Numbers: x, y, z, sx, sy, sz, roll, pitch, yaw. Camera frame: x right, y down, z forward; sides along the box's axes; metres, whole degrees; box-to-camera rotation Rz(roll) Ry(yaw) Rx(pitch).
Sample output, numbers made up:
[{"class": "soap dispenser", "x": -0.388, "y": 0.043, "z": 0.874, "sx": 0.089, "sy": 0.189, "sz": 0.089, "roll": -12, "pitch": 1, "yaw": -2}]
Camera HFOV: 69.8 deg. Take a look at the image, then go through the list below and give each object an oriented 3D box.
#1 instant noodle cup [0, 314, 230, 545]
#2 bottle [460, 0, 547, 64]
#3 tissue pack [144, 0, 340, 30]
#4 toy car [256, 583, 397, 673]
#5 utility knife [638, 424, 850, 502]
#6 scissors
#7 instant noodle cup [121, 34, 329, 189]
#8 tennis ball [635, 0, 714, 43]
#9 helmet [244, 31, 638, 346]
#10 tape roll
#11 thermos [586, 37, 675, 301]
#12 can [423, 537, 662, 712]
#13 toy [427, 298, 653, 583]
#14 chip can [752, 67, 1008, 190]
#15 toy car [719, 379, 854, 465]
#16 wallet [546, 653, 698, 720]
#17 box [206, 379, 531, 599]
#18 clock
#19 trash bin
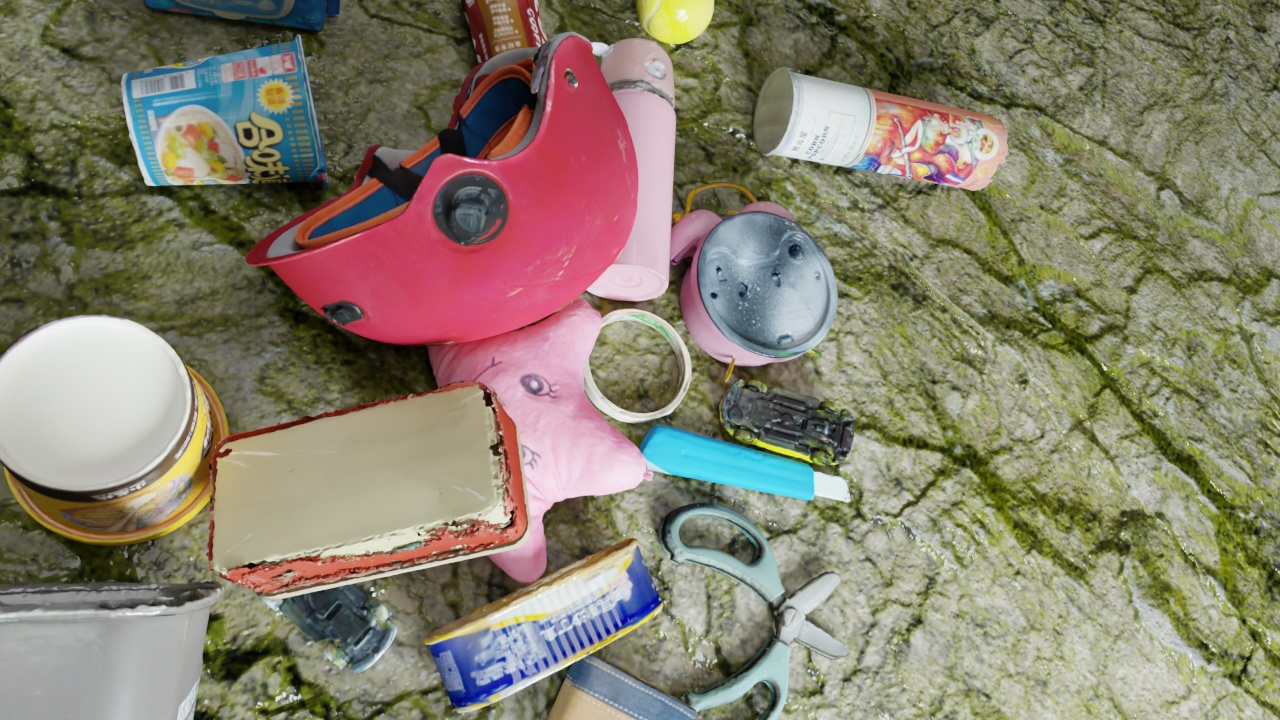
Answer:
[{"class": "instant noodle cup", "x": -0.293, "y": 0.036, "z": 0.505, "sx": 0.118, "sy": 0.115, "sz": 0.118, "roll": 6, "pitch": 70, "yaw": -19}, {"class": "bottle", "x": -0.092, "y": -0.218, "z": 0.694, "sx": 0.057, "sy": 0.058, "sz": 0.175, "roll": -12, "pitch": 78, "yaw": -24}, {"class": "tissue pack", "x": -0.282, "y": -0.270, "z": 0.619, "sx": 0.157, "sy": 0.095, "sz": 0.052, "roll": 3, "pitch": 78, "yaw": -20}, {"class": "toy car", "x": -0.188, "y": 0.149, "z": 0.554, "sx": 0.090, "sy": 0.034, "sz": 0.042, "roll": 36, "pitch": 69, "yaw": 9}, {"class": "utility knife", "x": 0.082, "y": 0.082, "z": 0.687, "sx": 0.178, "sy": 0.018, "sz": 0.034, "roll": 15, "pitch": 83, "yaw": -17}, {"class": "scissors", "x": 0.065, "y": 0.177, "z": 0.650, "sx": 0.170, "sy": 0.019, "sz": 0.179, "roll": -35, "pitch": 87, "yaw": -25}, {"class": "instant noodle cup", "x": -0.266, "y": -0.154, "z": 0.592, "sx": 0.109, "sy": 0.099, "sz": 0.099, "roll": -10, "pitch": 77, "yaw": -17}, {"class": "tennis ball", "x": 0.028, "y": -0.297, "z": 0.760, "sx": 0.065, "sy": 0.066, "sz": 0.065, "roll": 6, "pitch": 71, "yaw": -19}, {"class": "helmet", "x": -0.101, "y": -0.085, "z": 0.569, "sx": 0.239, "sy": 0.207, "sz": 0.144, "roll": -41, "pitch": 116, "yaw": -13}, {"class": "tape roll", "x": -0.004, "y": 0.004, "z": 0.681, "sx": 0.085, "sy": 0.014, "sz": 0.085, "roll": 6, "pitch": 72, "yaw": -19}, {"class": "thermos", "x": -0.015, "y": -0.150, "z": 0.694, "sx": 0.087, "sy": 0.067, "sz": 0.198, "roll": 13, "pitch": 70, "yaw": -30}, {"class": "can", "x": -0.057, "y": 0.164, "z": 0.576, "sx": 0.148, "sy": 0.075, "sz": 0.049, "roll": -22, "pitch": 85, "yaw": -25}, {"class": "toy", "x": -0.074, "y": 0.042, "z": 0.602, "sx": 0.178, "sy": 0.075, "sz": 0.194, "roll": 16, "pitch": 70, "yaw": 7}, {"class": "chip can", "x": 0.209, "y": -0.197, "z": 0.795, "sx": 0.214, "sy": 0.071, "sz": 0.071, "roll": 5, "pitch": 72, "yaw": -20}, {"class": "toy car", "x": 0.110, "y": 0.049, "z": 0.701, "sx": 0.105, "sy": 0.032, "sz": 0.048, "roll": 16, "pitch": 68, "yaw": -3}, {"class": "wallet", "x": -0.025, "y": 0.254, "z": 0.580, "sx": 0.090, "sy": 0.033, "sz": 0.115, "roll": 29, "pitch": 71, "yaw": -7}, {"class": "box", "x": -0.153, "y": 0.073, "z": 0.514, "sx": 0.168, "sy": 0.077, "sz": 0.091, "roll": -13, "pitch": 64, "yaw": 4}, {"class": "clock", "x": 0.081, "y": -0.068, "z": 0.712, "sx": 0.117, "sy": 0.060, "sz": 0.158, "roll": -13, "pitch": 80, "yaw": -23}, {"class": "trash bin", "x": -0.302, "y": 0.212, "z": 0.411, "sx": 0.198, "sy": 0.199, "sz": 0.219, "roll": 3, "pitch": 79, "yaw": -20}]
